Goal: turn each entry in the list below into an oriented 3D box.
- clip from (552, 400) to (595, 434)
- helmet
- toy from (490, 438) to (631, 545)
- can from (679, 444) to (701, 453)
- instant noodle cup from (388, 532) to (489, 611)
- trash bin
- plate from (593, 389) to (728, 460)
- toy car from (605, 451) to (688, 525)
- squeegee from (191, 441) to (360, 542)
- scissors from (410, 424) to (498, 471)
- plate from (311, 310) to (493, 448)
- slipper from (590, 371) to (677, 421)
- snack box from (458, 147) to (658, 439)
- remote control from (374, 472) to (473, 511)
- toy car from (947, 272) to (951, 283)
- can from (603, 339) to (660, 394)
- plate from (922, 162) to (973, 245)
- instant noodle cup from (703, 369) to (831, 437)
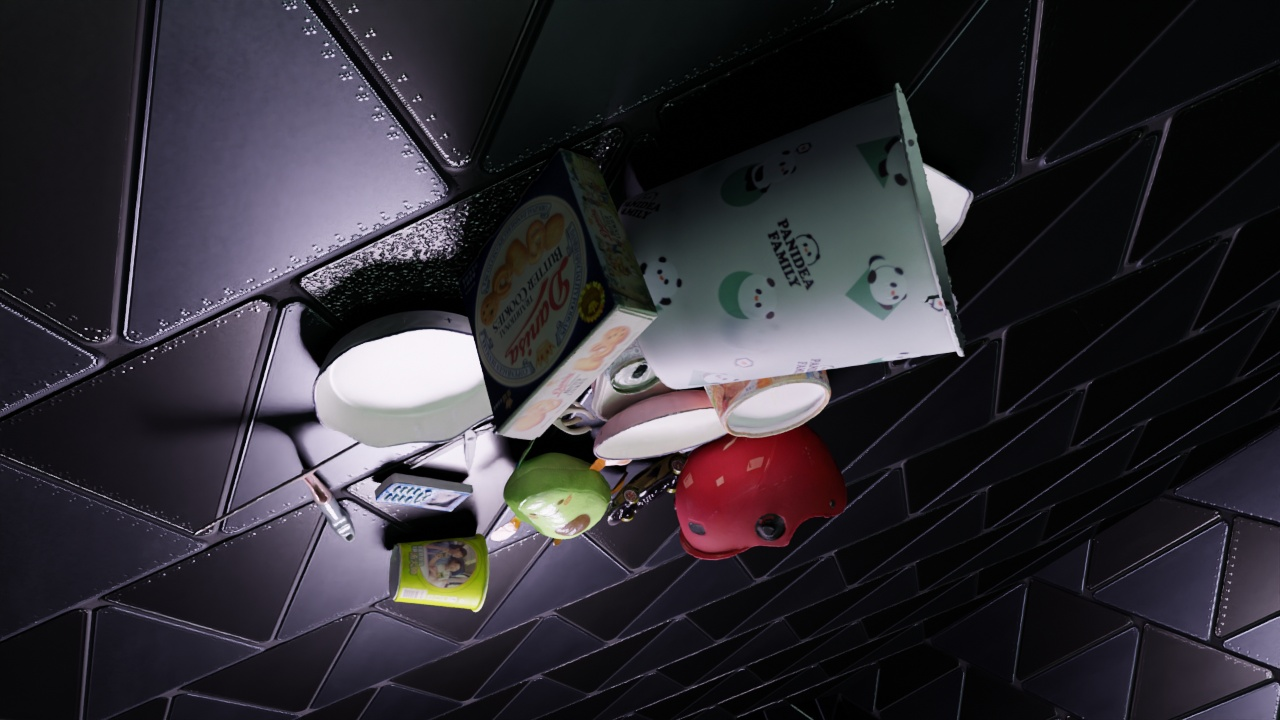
[{"bbox_3d":[-0.103,0.063,1.099,0.099,0.034,0.070,10,108,-35],"label":"clip"},{"bbox_3d":[0.143,0.152,1.249,0.240,0.207,0.144,-26,113,-7],"label":"helmet"},{"bbox_3d":[-0.107,0.184,1.239,0.227,0.090,0.246,-36,151,7],"label":"toy"},{"bbox_3d":[0.101,0.071,1.218,0.135,0.053,0.053,-32,147,17],"label":"can"},{"bbox_3d":[-0.290,0.300,1.305,0.123,0.111,0.112,7,140,-24],"label":"instant noodle cup"},{"bbox_3d":[0.128,-0.087,0.800,0.252,0.229,0.229,-14,152,21],"label":"trash bin"},{"bbox_3d":[0.033,0.075,1.121,0.192,0.039,0.193,-13,162,-4],"label":"plate"},{"bbox_3d":[0.011,0.182,1.317,0.157,0.042,0.070,-31,155,-28],"label":"toy car"},{"bbox_3d":[-0.381,0.168,1.102,0.247,0.040,0.250,-30,158,-18],"label":"squeegee"},{"bbox_3d":[-0.208,0.092,1.110,0.178,0.014,0.159,-26,148,9],"label":"scissors"},{"bbox_3d":[-0.231,0.018,0.946,0.204,0.045,0.205,-12,146,-8],"label":"plate"},{"bbox_3d":[-0.006,0.006,1.053,0.114,0.054,0.275,-13,158,-6],"label":"slipper"},{"bbox_3d":[-0.080,-0.056,0.794,0.045,0.182,0.178,12,136,-40],"label":"snack box"},{"bbox_3d":[-0.277,0.168,1.176,0.049,0.024,0.124,-39,143,27],"label":"remote control"},{"bbox_3d":[0.351,-0.085,1.143,0.043,0.034,0.091,-8,144,-16],"label":"toy car"},{"bbox_3d":[-0.024,-0.042,0.883,0.058,0.146,0.058,-15,147,-10],"label":"can"},{"bbox_3d":[0.236,-0.157,0.965,0.265,0.034,0.162,10,137,-40],"label":"plate"},{"bbox_3d":[0.132,0.008,0.995,0.151,0.111,0.152,-11,150,-7],"label":"instant noodle cup"}]
